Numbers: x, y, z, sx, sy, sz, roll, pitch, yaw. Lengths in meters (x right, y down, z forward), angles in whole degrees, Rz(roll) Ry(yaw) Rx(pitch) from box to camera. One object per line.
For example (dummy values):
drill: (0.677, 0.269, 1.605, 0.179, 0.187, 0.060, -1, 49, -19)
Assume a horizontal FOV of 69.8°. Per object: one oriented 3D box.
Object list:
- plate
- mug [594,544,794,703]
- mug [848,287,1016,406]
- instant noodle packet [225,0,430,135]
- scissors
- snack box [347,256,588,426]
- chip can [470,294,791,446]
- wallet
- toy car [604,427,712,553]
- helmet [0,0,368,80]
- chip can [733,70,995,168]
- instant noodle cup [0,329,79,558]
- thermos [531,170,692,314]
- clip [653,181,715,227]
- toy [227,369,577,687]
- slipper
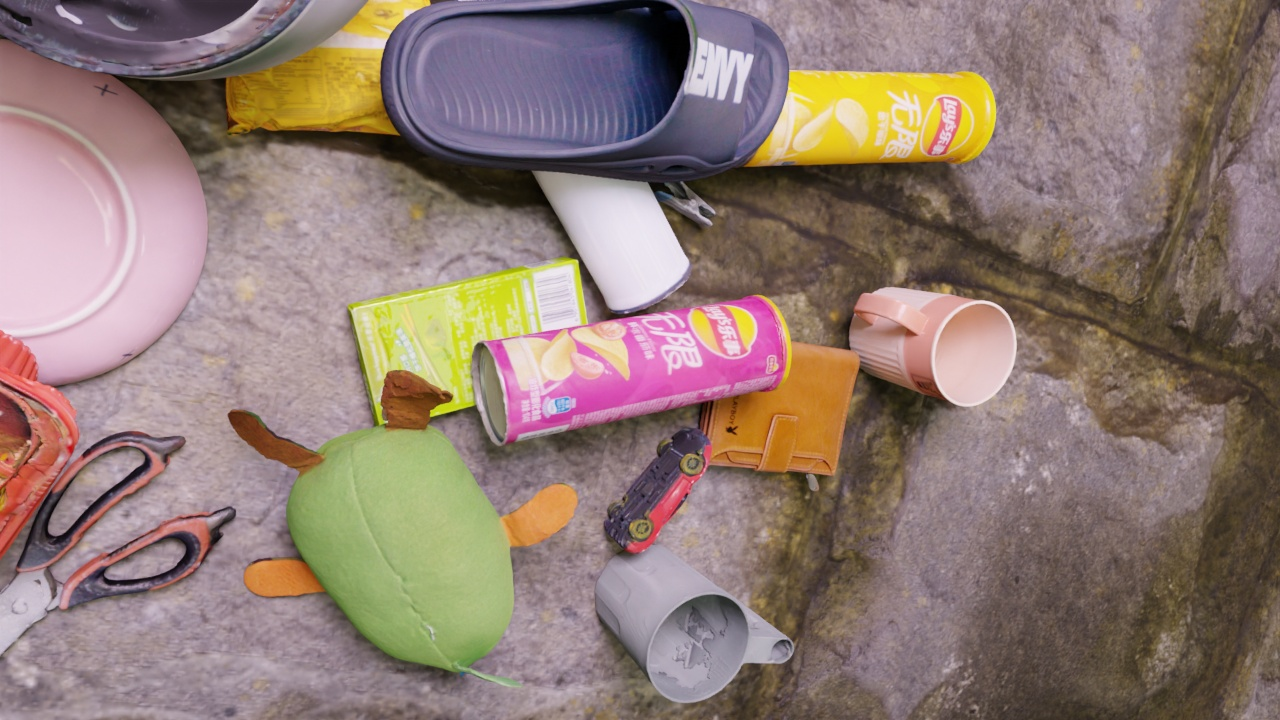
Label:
plate: (-0.340, -0.075, 0.497, 0.192, 0.039, 0.192, -5, 104, -24)
mug: (0.038, 0.196, 0.698, 0.123, 0.103, 0.084, 12, 96, -28)
mug: (0.219, -0.021, 0.733, 0.114, 0.106, 0.081, 27, 89, -27)
instant noodle packet: (-0.179, -0.186, 0.545, 0.128, 0.044, 0.111, -3, 109, -21)
scissors: (-0.348, 0.140, 0.554, 0.205, 0.015, 0.202, 4, 100, -26)
snack box: (-0.111, -0.014, 0.625, 0.156, 0.026, 0.086, -16, 108, -22)
chip can: (-0.004, 0.004, 0.625, 0.210, 0.071, 0.071, -10, 105, -24)
wallet: (0.109, 0.042, 0.740, 0.130, 0.035, 0.119, 7, 92, -26)
toy car: (0.017, 0.098, 0.696, 0.031, 0.049, 0.106, 41, 83, -27)
helmet: (-0.207, -0.257, 0.418, 0.230, 0.157, 0.274, -17, 92, 5)
chip can: (0.163, -0.183, 0.690, 0.213, 0.072, 0.072, -6, 104, -24)
instant noodle cup: (-0.388, 0.025, 0.453, 0.188, 0.079, 0.165, 36, 111, -26)
thermos: (-0.045, -0.140, 0.604, 0.073, 0.073, 0.224, -36, 116, -14)
clip: (0.032, -0.116, 0.672, 0.058, 0.026, 0.042, 29, 81, -31)
toy: (-0.153, 0.113, 0.593, 0.227, 0.089, 0.247, -13, 119, 7)
slipper: (-0.009, -0.157, 0.531, 0.267, 0.083, 0.111, -9, 105, -29)
